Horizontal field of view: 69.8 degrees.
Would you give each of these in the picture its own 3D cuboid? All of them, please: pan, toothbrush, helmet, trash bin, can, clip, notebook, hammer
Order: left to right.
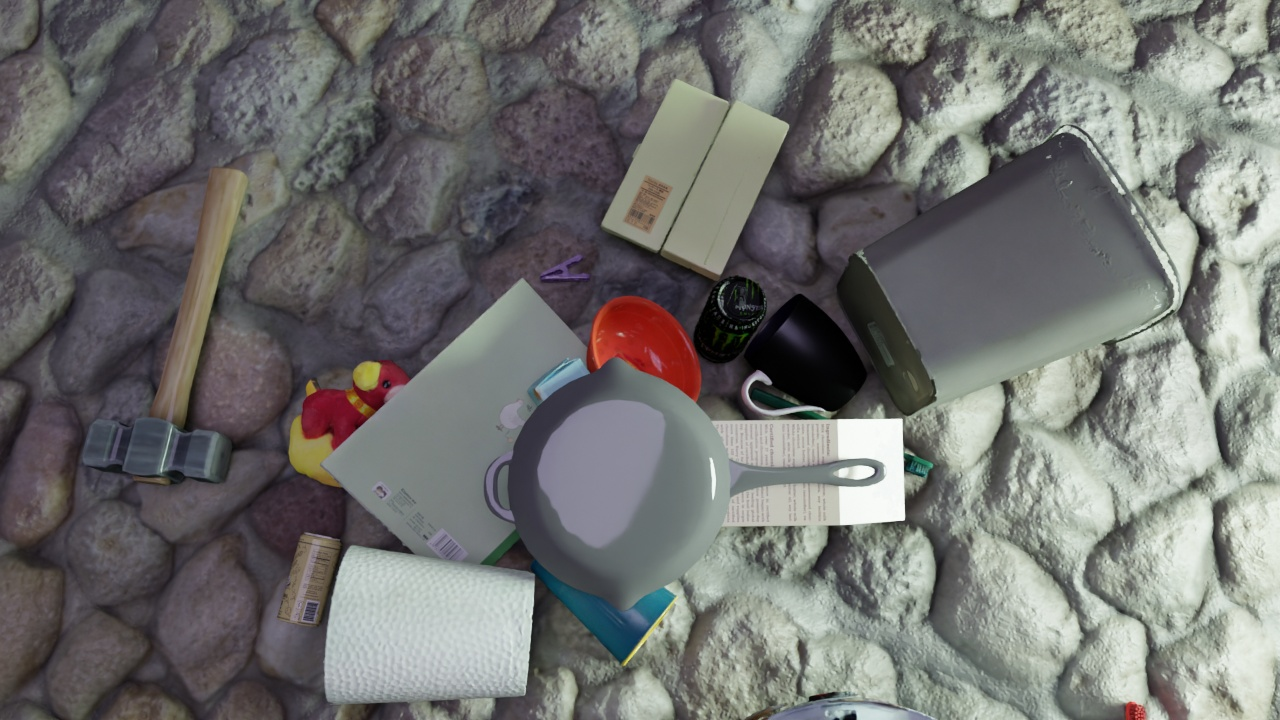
[{"bbox_3d":[-0.437,-0.040,0.896,0.117,0.051,0.322,6,73,-1],"label":"hammer"},{"bbox_3d":[-0.303,0.200,0.841,0.038,0.038,0.079,11,76,1],"label":"can"},{"bbox_3d":[-0.176,0.232,0.796,0.161,0.133,0.133,5,75,-6],"label":"trash bin"},{"bbox_3d":[-0.141,0.072,0.864,0.252,0.010,0.182,-45,101,-11],"label":"notebook"},{"bbox_3d":[-0.073,-0.087,0.937,0.046,0.014,0.050,44,75,6],"label":"clip"},{"bbox_3d":[0.045,0.104,0.794,0.354,0.024,0.216,-2,86,-7],"label":"pan"},{"bbox_3d":[0.083,-0.037,0.864,0.054,0.138,0.054,1,76,-4],"label":"can"},{"bbox_3d":[0.196,0.071,0.904,0.190,0.016,0.017,23,80,4],"label":"toothbrush"},{"bbox_3d":[0.166,0.393,0.745,0.264,0.164,0.236,1,71,5],"label":"helmet"},{"bbox_3d":[0.324,-0.067,0.862,0.220,0.197,0.197,-26,78,-2],"label":"trash bin"},{"bbox_3d":[0.446,0.418,0.822,0.012,0.018,0.212,7,76,0],"label":"toothbrush"}]

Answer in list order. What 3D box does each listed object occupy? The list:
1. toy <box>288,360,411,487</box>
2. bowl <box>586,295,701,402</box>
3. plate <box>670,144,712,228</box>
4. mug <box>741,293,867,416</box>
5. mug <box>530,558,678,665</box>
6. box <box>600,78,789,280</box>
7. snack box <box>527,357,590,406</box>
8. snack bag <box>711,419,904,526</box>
[{"bbox_3d":[-0.278,0.054,0.872,0.105,0.067,0.137,42,90,6],"label":"toy"},{"bbox_3d":[-0.005,0.005,0.880,0.130,0.045,0.130,19,56,-31],"label":"bowl"},{"bbox_3d":[0.056,-0.176,0.956,0.104,0.026,0.104,1,76,-2],"label":"plate"},{"bbox_3d":[0.154,0.011,0.884,0.100,0.085,0.118,41,79,-4],"label":"mug"},{"bbox_3d":[-0.037,0.206,0.834,0.121,0.078,0.078,38,77,13],"label":"mug"},{"bbox_3d":[0.056,-0.188,0.935,0.137,0.024,0.187,25,76,7],"label":"box"},{"bbox_3d":[-0.034,0.081,0.843,0.053,0.075,0.174,-35,94,-13],"label":"snack box"},{"bbox_3d":[0.143,0.103,0.857,0.206,0.070,0.094,0,86,-2],"label":"snack bag"}]
